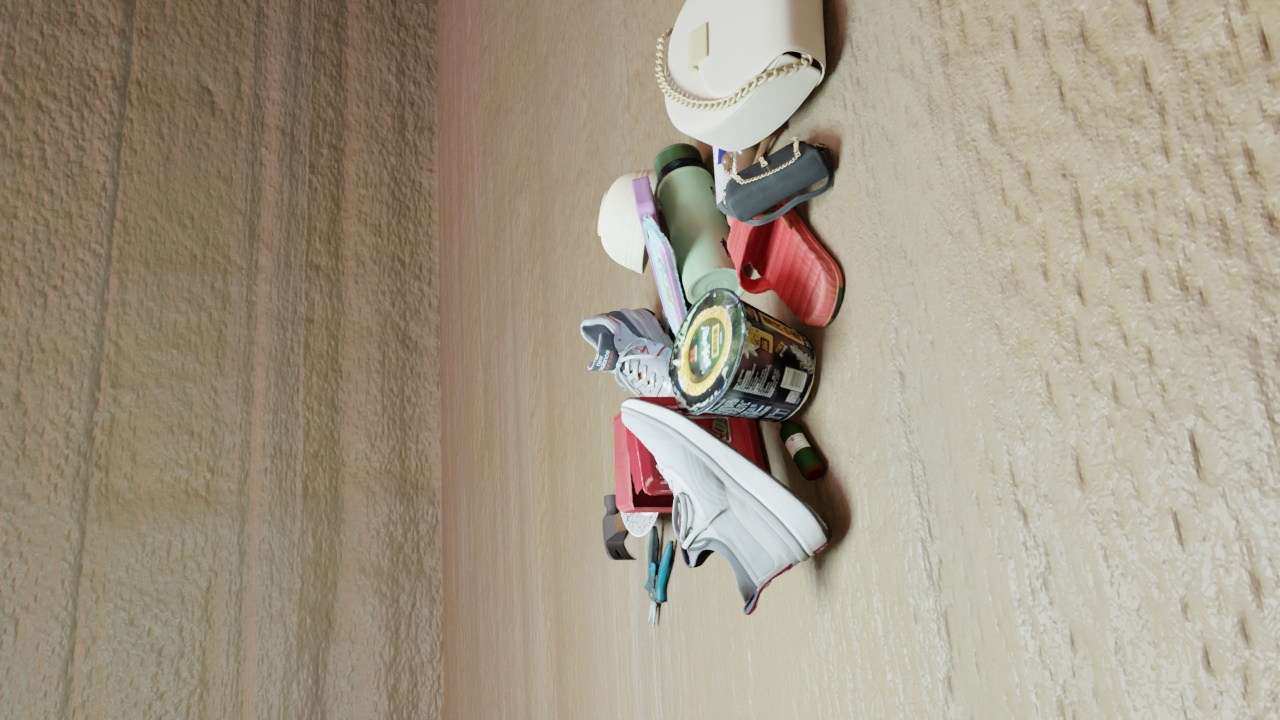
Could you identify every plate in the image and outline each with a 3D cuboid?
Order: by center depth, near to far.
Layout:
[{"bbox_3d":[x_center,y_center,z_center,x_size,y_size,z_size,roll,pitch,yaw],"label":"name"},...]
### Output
[{"bbox_3d":[0.006,0.154,1.299,0.189,0.016,0.188,-175,90,-69],"label":"plate"}]

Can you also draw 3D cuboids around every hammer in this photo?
[{"bbox_3d":[0.008,0.209,1.349,0.324,0.033,0.115,129,140,-55],"label":"hammer"}]

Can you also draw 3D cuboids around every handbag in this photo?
[{"bbox_3d":[0.140,-0.192,0.975,0.054,0.129,0.079,55,-166,-26],"label":"handbag"},{"bbox_3d":[0.118,-0.346,1.024,0.209,0.103,0.210,-22,62,50],"label":"handbag"}]

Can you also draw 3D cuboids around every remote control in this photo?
[{"bbox_3d":[0.039,-0.010,1.316,0.033,0.013,0.136,-166,78,-68],"label":"remote control"}]

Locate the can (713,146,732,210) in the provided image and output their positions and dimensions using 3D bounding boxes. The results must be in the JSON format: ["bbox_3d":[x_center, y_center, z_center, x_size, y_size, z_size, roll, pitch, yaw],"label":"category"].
[{"bbox_3d":[0.108,-0.234,1.138,0.032,0.032,0.095,151,119,-65],"label":"can"}]

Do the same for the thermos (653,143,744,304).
[{"bbox_3d":[0.068,-0.177,1.172,0.083,0.082,0.231,119,145,-48],"label":"thermos"}]

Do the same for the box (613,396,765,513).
[{"bbox_3d":[0.052,0.113,1.083,0.111,0.157,0.134,124,144,-61],"label":"box"}]

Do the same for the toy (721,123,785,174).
[{"bbox_3d":[0.128,-0.249,1.081,0.054,0.041,0.102,56,153,20],"label":"toy"}]

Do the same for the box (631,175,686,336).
[{"bbox_3d":[0.032,-0.120,1.195,0.214,0.035,0.150,72,179,-50],"label":"box"}]

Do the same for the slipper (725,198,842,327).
[{"bbox_3d":[0.138,-0.123,1.013,0.248,0.059,0.104,-117,33,-46],"label":"slipper"}]

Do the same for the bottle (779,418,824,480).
[{"bbox_3d":[0.164,0.084,0.977,0.106,0.025,0.025,-114,34,-48],"label":"bottle"}]

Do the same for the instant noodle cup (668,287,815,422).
[{"bbox_3d":[0.112,0.005,0.977,0.138,0.112,0.137,-41,40,46],"label":"instant noodle cup"}]

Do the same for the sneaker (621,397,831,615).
[{"bbox_3d":[0.063,0.142,0.961,0.263,0.096,0.128,39,90,24],"label":"sneaker"}]

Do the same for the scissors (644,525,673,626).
[{"bbox_3d":[0.024,0.305,1.312,0.124,0.019,0.148,-42,55,55],"label":"scissors"}]

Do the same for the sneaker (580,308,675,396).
[{"bbox_3d":[-0.007,0.007,1.247,0.239,0.124,0.089,56,132,46],"label":"sneaker"}]

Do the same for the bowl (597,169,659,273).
[{"bbox_3d":[-0.018,-0.205,1.317,0.150,0.075,0.150,15,-93,-86],"label":"bowl"}]
